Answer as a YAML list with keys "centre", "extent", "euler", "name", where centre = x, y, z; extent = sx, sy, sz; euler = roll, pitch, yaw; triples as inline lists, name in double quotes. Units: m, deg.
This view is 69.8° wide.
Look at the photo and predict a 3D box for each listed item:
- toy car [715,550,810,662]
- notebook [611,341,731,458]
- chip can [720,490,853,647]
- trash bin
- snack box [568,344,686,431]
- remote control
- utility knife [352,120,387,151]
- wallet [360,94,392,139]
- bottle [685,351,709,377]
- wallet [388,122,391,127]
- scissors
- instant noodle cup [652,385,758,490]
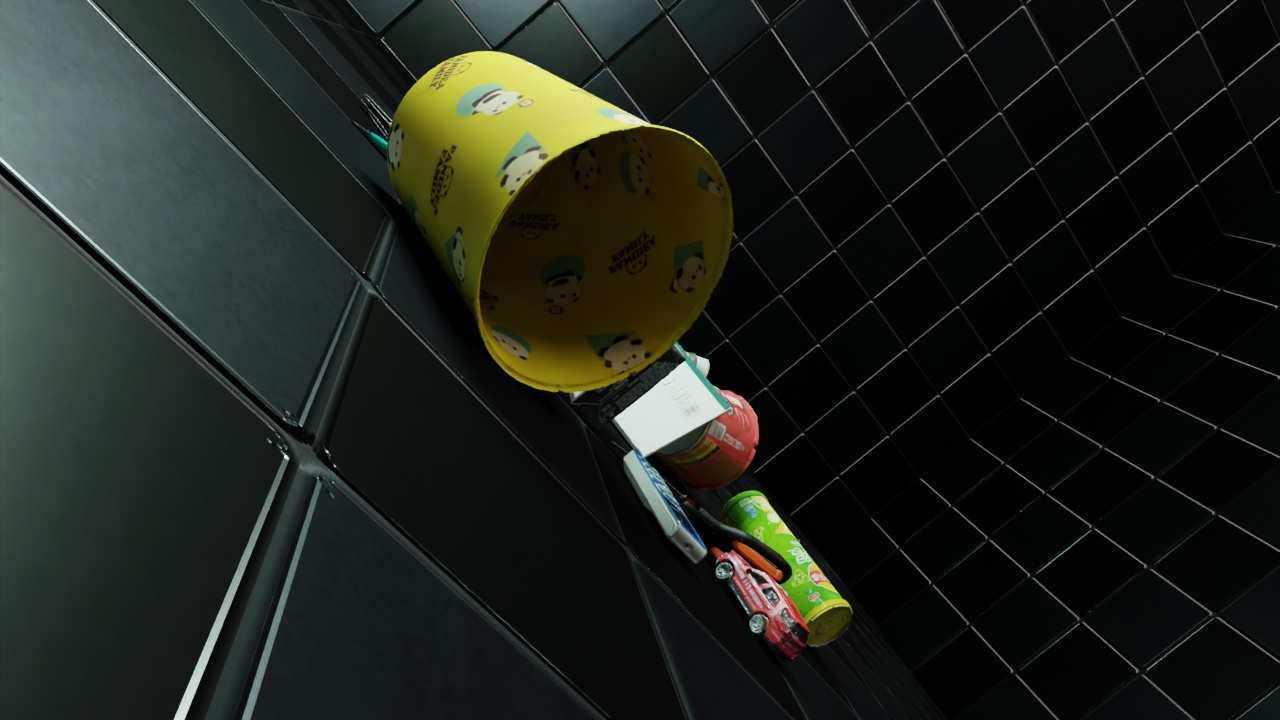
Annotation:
- centre: [0.115, 0.227, 0.865]
  extent: [0.053, 0.045, 0.120]
  euler: [49, 1, -43]
  name: "toy car"
- centre: [-0.006, 0.006, 1.089]
  extent: [0.209, 0.150, 0.012]
  euler: [51, -40, 18]
  name: "notebook"
- centre: [0.180, 0.258, 1.174]
  extent: [0.072, 0.072, 0.221]
  euler: [47, 4, -42]
  name: "chip can"
- centre: [-0.087, -0.136, 0.790]
  extent: [0.255, 0.229, 0.229]
  euler: [45, -1, 42]
  name: "trash bin"
- centre: [-0.022, 0.002, 0.930]
  extent: [0.053, 0.113, 0.125]
  euler: [50, 3, -16]
  name: "snack box"
- centre: [0.019, 0.129, 0.823]
  extent: [0.049, 0.024, 0.125]
  euler: [48, 2, -35]
  name: "remote control"
- centre: [-0.246, -0.214, 1.015]
  extent: [0.171, 0.013, 0.029]
  euler: [34, 2, -27]
  name: "utility knife"
- centre: [-0.307, -0.284, 1.188]
  extent: [0.096, 0.020, 0.122]
  euler: [51, 1, 13]
  name: "wallet"
- centre: [-0.003, -0.017, 1.181]
  extent: [0.194, 0.080, 0.044]
  euler: [21, 8, -19]
  name: "bottle"
- centre: [-0.257, -0.231, 1.101]
  extent: [0.101, 0.020, 0.115]
  euler: [62, 6, -2]
  name: "wallet"
- centre: [0.063, 0.147, 0.903]
  extent: [0.125, 0.021, 0.235]
  euler: [-7, -51, 46]
  name: "scissors"
- centre: [0.068, 0.084, 1.169]
  extent: [0.108, 0.138, 0.138]
  euler: [36, 13, -52]
  name: "instant noodle cup"
